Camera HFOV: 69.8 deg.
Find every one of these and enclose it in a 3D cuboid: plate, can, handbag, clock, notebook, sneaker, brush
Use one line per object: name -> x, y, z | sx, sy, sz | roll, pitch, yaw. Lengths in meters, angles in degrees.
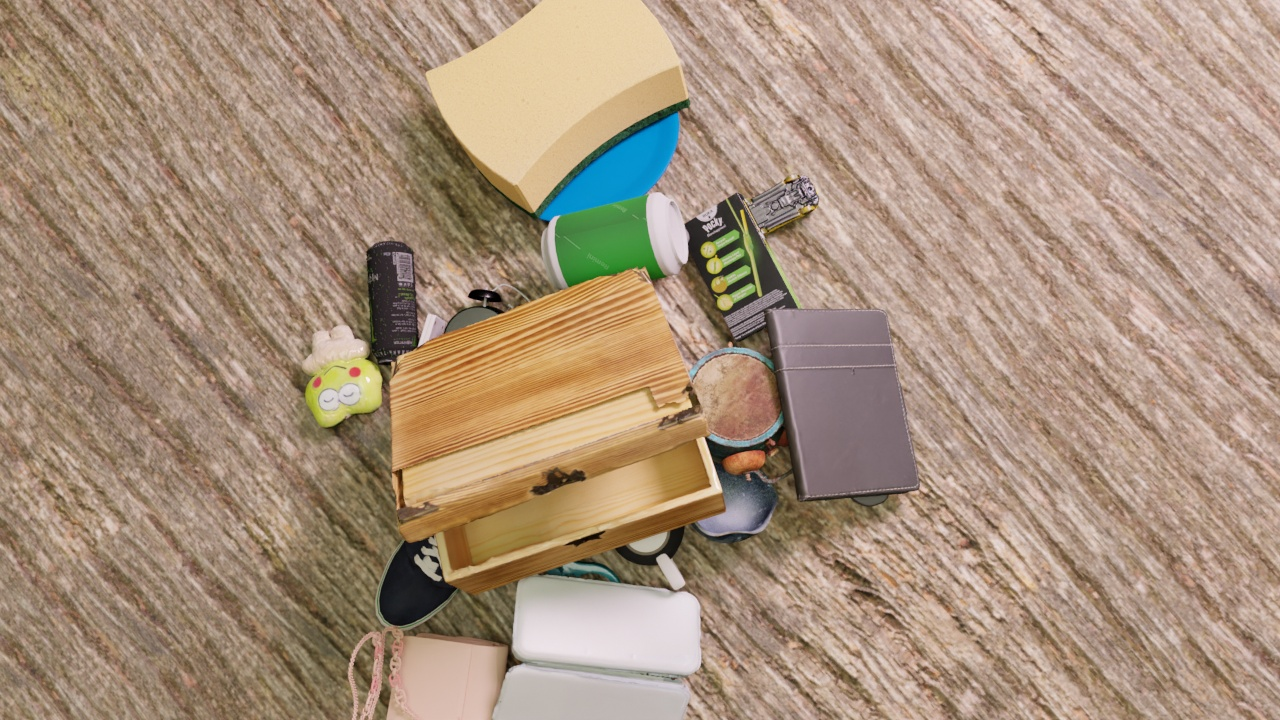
plate -> -0.065, -0.253, 1.056 | 0.224, 0.024, 0.224 | -4, 69, 11
can -> -0.027, -0.121, 0.966 | 0.140, 0.087, 0.087 | -10, 84, 17
can -> -0.281, -0.065, 1.043 | 0.054, 0.054, 0.137 | -5, 84, 0
handbag -> -0.215, 0.378, 0.930 | 0.117, 0.187, 0.198 | 6, 80, 9
clock -> 0.114, 0.065, 1.007 | 0.121, 0.073, 0.157 | -35, 72, -13
notebook -> 0.221, 0.044, 0.996 | 0.169, 0.030, 0.209 | 0, 77, -28
sneaker -> -0.211, 0.199, 1.003 | 0.084, 0.079, 0.235 | 40, 87, 4
clock -> -0.173, -0.030, 1.041 | 0.091, 0.042, 0.120 | 39, 88, 6
brush -> -0.092, -0.303, 1.024 | 0.250, 0.075, 0.195 | -37, 67, -3

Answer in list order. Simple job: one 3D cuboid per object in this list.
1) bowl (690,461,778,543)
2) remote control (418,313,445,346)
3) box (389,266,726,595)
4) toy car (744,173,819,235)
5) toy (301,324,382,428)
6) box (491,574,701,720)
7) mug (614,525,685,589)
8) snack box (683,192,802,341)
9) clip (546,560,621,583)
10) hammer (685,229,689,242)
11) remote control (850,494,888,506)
bowl -> 0.092, 0.161, 1.004 | 0.110, 0.055, 0.110 | 3, 44, -3
remote control -> -0.250, 0.016, 1.036 | 0.011, 0.050, 0.135 | 16, 85, 2
box -> -0.089, 0.046, 0.883 | 0.279, 0.221, 0.258 | -19, 65, 2
toy car -> 0.154, -0.175, 1.058 | 0.107, 0.030, 0.049 | -25, 86, 4
toy -> -0.341, 0.015, 1.042 | 0.092, 0.046, 0.115 | -19, 76, 4
box -> -0.042, 0.323, 0.974 | 0.210, 0.084, 0.185 | 13, 80, -14
mug -> 0.014, 0.194, 0.988 | 0.085, 0.100, 0.119 | -29, 84, -2
snack box -> 0.112, -0.105, 1.040 | 0.080, 0.025, 0.147 | -29, 84, 19
clip -> -0.084, 0.252, 1.024 | 0.121, 0.033, 0.119 | 17, 89, 3
hammer -> -0.072, -0.041, 1.039 | 0.098, 0.052, 0.328 | 37, 92, 20
remote control -> 0.260, 0.103, 1.038 | 0.046, 0.009, 0.124 | 3, 84, 1
